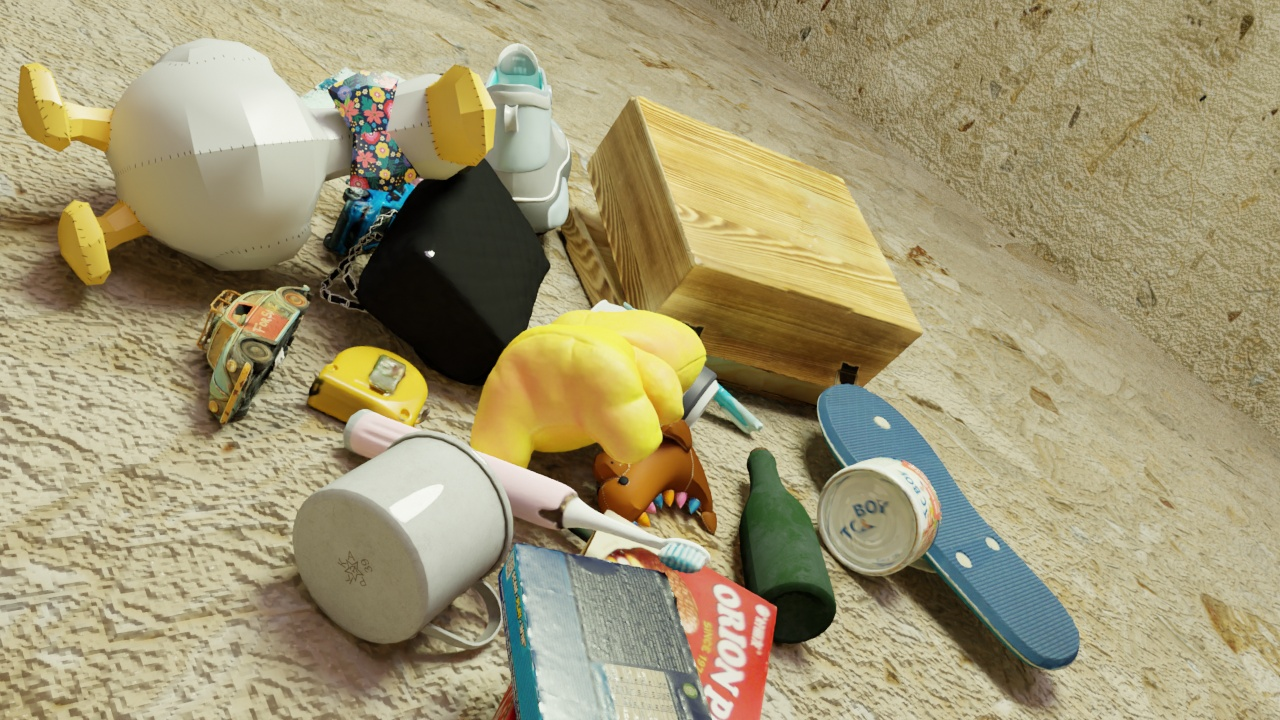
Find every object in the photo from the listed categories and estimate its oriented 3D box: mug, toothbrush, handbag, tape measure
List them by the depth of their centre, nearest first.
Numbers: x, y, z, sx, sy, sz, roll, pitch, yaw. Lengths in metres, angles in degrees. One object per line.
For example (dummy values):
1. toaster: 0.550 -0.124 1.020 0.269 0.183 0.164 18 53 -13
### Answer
1. mug: -0.108 0.098 0.446 0.070 0.084 0.113 -35 102 -59
2. toothbrush: -0.066 0.070 0.491 0.223 0.027 0.026 17 26 22
3. tape measure: -0.162 0.017 0.569 0.068 0.030 0.058 28 29 -11
4. handbag: -0.138 -0.054 0.663 0.125 0.115 0.153 50 24 -27

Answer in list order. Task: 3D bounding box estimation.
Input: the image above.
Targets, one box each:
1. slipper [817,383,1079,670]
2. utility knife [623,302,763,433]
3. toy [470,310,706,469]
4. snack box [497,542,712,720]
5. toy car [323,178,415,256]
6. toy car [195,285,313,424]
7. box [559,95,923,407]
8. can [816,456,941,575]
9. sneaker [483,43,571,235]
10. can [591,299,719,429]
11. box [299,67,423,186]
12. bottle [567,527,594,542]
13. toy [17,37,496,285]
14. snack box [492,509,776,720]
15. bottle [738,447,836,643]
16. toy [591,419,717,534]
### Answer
1. slipper: 0.234 0.137 0.763 0.118 0.060 0.294 -1 44 -43
2. utility knife: 0.043 0.007 0.760 0.169 0.015 0.022 44 -21 -26
3. toy: -0.037 0.011 0.594 0.193 0.135 0.087 -38 114 -72
4. snack box: -0.012 0.143 0.380 0.082 0.027 0.150 16 28 -24
5. toy car: -0.210 -0.120 0.724 0.043 0.056 0.120 28 25 -11
6. toy car: -0.228 -0.012 0.528 0.047 0.047 0.111 26 26 -14
7. box: 0.091 -0.080 0.891 0.278 0.176 0.247 14 42 -33
8. can: 0.181 0.119 0.703 0.086 0.086 0.043 46 30 26
9. sneaker: -0.114 -0.237 0.898 0.093 0.161 0.256 1 34 -3
10. can: -0.004 0.004 0.721 0.127 0.064 0.064 36 27 7
11. box: -0.238 -0.226 0.896 0.159 0.035 0.230 26 27 -12
12. bottle: -0.010 0.121 0.559 0.106 0.025 0.025 34 27 4
13. toy: -0.234 -0.133 0.588 0.266 0.141 0.247 -19 15 -37
14. snack box: -0.009 0.176 0.427 0.113 0.060 0.235 30 27 0
15. bottle: 0.095 0.117 0.648 0.055 0.055 0.173 25 26 -14
16. toy: 0.012 0.092 0.627 0.103 0.071 0.090 53 39 -8
